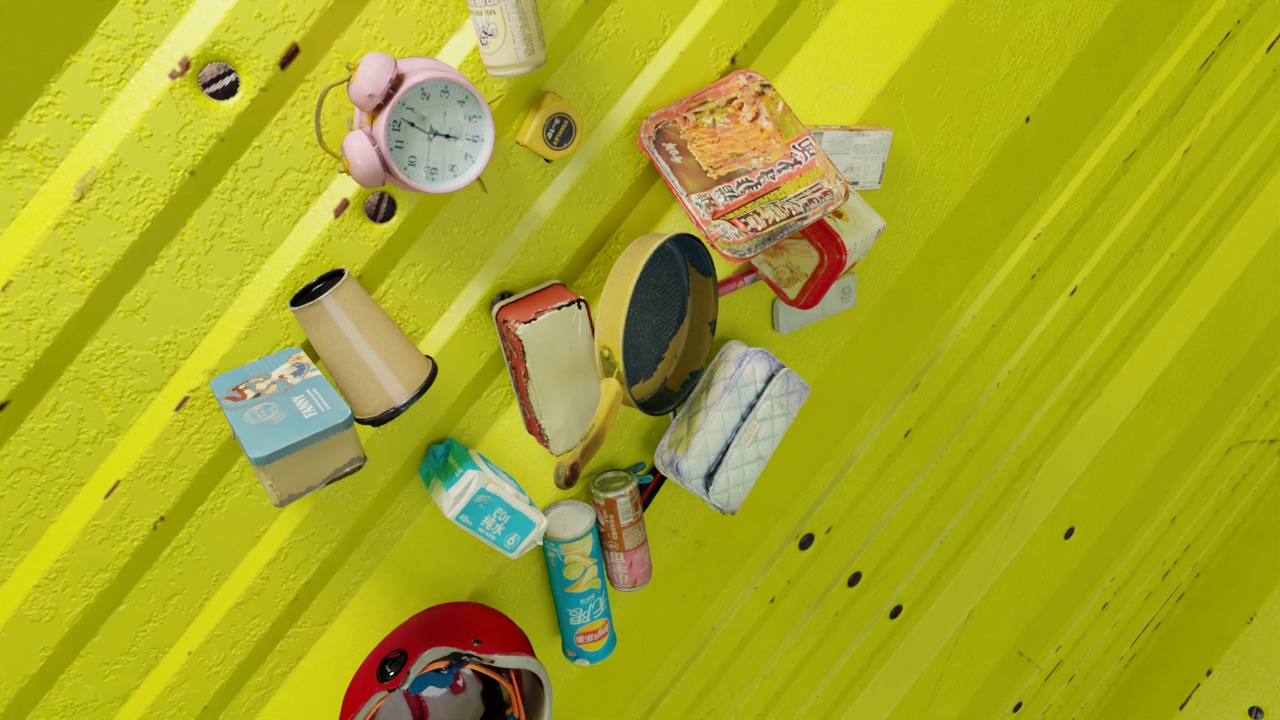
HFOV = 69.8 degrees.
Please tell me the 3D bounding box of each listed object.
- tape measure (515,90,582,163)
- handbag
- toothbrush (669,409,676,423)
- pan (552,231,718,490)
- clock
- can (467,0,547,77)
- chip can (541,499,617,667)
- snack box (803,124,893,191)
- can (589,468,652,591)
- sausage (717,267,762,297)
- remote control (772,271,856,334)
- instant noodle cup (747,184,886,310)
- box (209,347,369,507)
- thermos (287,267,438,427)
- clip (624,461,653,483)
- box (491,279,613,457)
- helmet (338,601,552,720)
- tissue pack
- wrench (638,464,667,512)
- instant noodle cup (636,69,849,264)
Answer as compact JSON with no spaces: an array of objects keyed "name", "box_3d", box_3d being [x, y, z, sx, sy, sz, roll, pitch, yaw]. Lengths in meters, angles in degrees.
[{"name":"tape measure","box_3d":[-0.085,-0.221,0.874,0.057,0.029,0.060,24,99,-39]},{"name":"handbag","box_3d":[0.114,0.082,1.106,0.134,0.076,0.194,36,85,-39]},{"name":"toothbrush","box_3d":[0.033,0.047,1.093,0.018,0.016,0.192,-8,113,-12]},{"name":"pan","box_3d":[-0.005,0.005,0.918,0.356,0.078,0.198,-45,136,-42]},{"name":"clock","box_3d":[-0.199,-0.200,0.788,0.158,0.060,0.117,1,112,-32]},{"name":"can","box_3d":[-0.119,-0.308,0.786,0.058,0.058,0.116,-25,125,-21]},{"name":"chip can","box_3d":[-0.076,0.272,1.110,0.071,0.071,0.210,-22,124,-23]},{"name":"snack box","box_3d":[0.228,-0.237,1.077,0.153,0.026,0.075,-8,118,-30]},{"name":"can","box_3d":[-0.022,0.204,1.102,0.057,0.058,0.147,-21,119,-24]},{"name":"sausage","box_3d":[0.138,-0.104,1.091,0.155,0.020,0.020,-24,125,-22]},{"name":"remote control","box_3d":[0.222,-0.072,1.161,0.124,0.024,0.049,-22,125,-24]},{"name":"instant noodle cup","box_3d":[0.203,-0.138,1.050,0.124,0.116,0.117,-27,158,-34]},{"name":"box","box_3d":[-0.297,0.054,0.775,0.089,0.184,0.060,-28,123,-26]},{"name":"thermos","box_3d":[-0.253,-0.010,0.838,0.093,0.093,0.143,-37,120,-12]},{"name":"clip","box_3d":[-0.014,0.141,1.115,0.054,0.033,0.013,-14,119,-12]},{"name":"box","box_3d":[-0.085,0.013,0.945,0.091,0.076,0.168,-26,125,-21]},{"name":"helmet","box_3d":[-0.223,0.362,1.015,0.240,0.144,0.207,-23,125,-5]},{"name":"tissue pack","box_3d":[-0.164,0.145,0.971,0.063,0.090,0.140,-48,130,-3]},{"name":"wrench","box_3d":[0.045,0.118,1.146,0.273,0.016,0.056,-50,126,-3]},{"name":"instant noodle cup","box_3d":[0.099,-0.193,0.945,0.164,0.188,0.079,-29,168,-17]}]
